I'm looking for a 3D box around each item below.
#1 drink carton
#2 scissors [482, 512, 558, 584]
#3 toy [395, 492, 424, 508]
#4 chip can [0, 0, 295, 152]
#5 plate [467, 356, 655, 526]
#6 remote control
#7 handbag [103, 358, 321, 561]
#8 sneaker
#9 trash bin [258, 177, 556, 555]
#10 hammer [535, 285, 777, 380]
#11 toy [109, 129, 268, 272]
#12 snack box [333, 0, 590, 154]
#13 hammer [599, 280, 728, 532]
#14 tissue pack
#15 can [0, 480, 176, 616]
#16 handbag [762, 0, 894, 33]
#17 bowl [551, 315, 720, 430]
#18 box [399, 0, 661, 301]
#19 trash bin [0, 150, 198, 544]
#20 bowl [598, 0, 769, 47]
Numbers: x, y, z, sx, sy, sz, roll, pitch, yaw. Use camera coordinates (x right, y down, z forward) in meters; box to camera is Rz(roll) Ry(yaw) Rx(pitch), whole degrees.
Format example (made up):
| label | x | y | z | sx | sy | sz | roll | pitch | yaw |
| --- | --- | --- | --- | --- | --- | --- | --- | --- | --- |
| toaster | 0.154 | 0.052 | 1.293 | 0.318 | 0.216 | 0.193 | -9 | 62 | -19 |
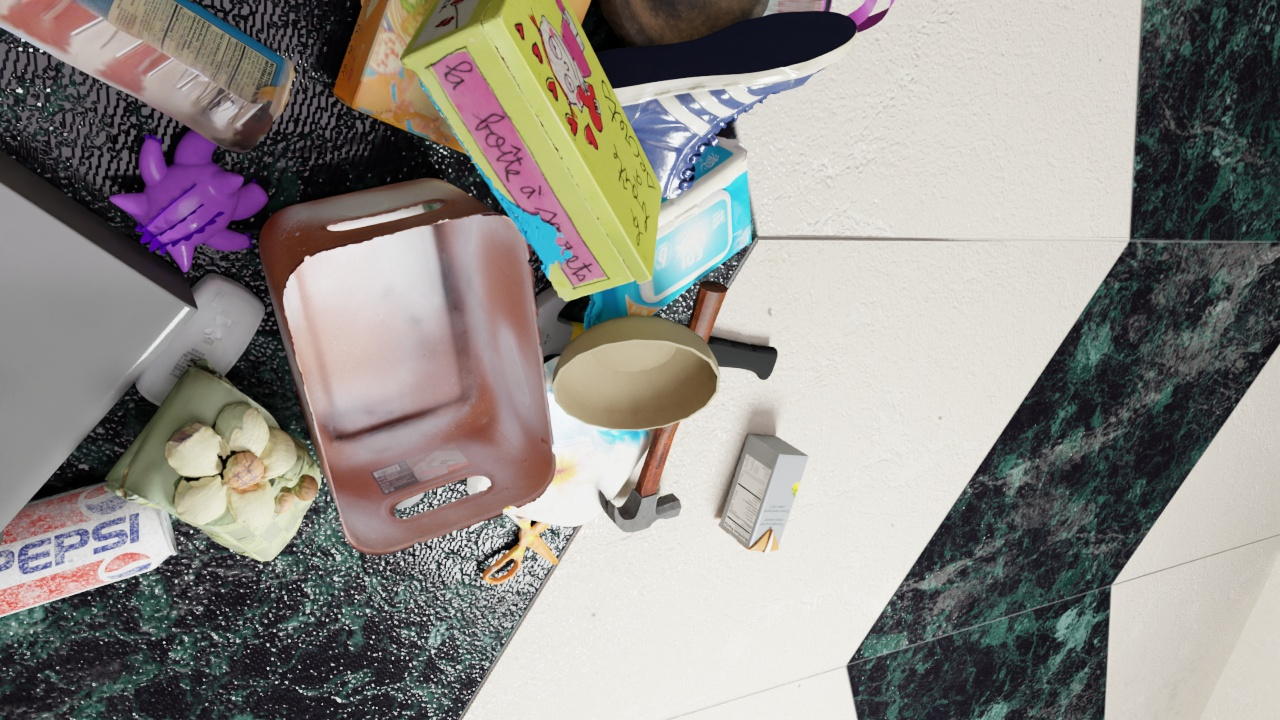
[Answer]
| label | x | y | z | sx | sy | sz | roll | pitch | yaw |
| --- | --- | --- | --- | --- | --- | --- | --- | --- | --- |
| drink carton | 0.144 | 0.157 | 1.087 | 0.048 | 0.076 | 0.125 | 7 | 105 | -34 |
| scissors | -0.122 | 0.186 | 0.975 | 0.125 | 0.011 | 0.130 | -39 | 130 | -16 |
| toy | -0.192 | 0.101 | 0.878 | 0.111 | 0.030 | 0.049 | -32 | 141 | -21 |
| chip can | -0.347 | -0.222 | 0.592 | 0.229 | 0.080 | 0.080 | 28 | 97 | -38 |
| plate | -0.067 | 0.090 | 0.929 | 0.186 | 0.016 | 0.187 | 25 | 104 | -43 |
| remote control | -0.349 | -0.013 | 0.724 | 0.060 | 0.028 | 0.114 | 34 | 93 | -40 |
| handbag | -0.308 | 0.089 | 0.718 | 0.113 | 0.117 | 0.186 | -64 | 152 | -21 |
| sneaker | 0.061 | -0.199 | 0.756 | 0.233 | 0.091 | 0.119 | -12 | 136 | -2 |
| trash bin | -0.189 | -0.006 | 0.746 | 0.181 | 0.157 | 0.260 | -18 | 122 | -23 |
| hammer | 0.018 | -0.015 | 0.952 | 0.323 | 0.029 | 0.127 | 6 | 110 | -35 |
| toy | -0.326 | -0.115 | 0.669 | 0.088 | 0.056 | 0.106 | -41 | 128 | -10 |
| snack box | -0.131 | -0.264 | 0.699 | 0.145 | 0.080 | 0.195 | 15 | 105 | -36 |
| hammer | 0.031 | 0.055 | 0.941 | 0.110 | 0.028 | 0.301 | -10 | 128 | -40 |
| tissue pack | 0.021 | -0.116 | 0.849 | 0.208 | 0.066 | 0.117 | -36 | 141 | -26 |
| can | -0.442 | 0.141 | 0.712 | 0.136 | 0.078 | 0.078 | -16 | 120 | -25 |
| handbag | 0.151 | -0.325 | 0.785 | 0.068 | 0.170 | 0.145 | -12 | 119 | -27 |
| bowl | -0.005 | 0.005 | 0.840 | 0.152 | 0.050 | 0.153 | -3 | 146 | -2 |
| box | -0.063 | -0.162 | 0.654 | 0.082 | 0.124 | 0.221 | -16 | 129 | 23 |
| trash bin | -0.453 | -0.014 | 0.617 | 0.220 | 0.097 | 0.192 | -49 | 128 | -3 |
| bowl | 0.030 | -0.332 | 0.770 | 0.162 | 0.070 | 0.162 | -14 | 120 | -26 |
